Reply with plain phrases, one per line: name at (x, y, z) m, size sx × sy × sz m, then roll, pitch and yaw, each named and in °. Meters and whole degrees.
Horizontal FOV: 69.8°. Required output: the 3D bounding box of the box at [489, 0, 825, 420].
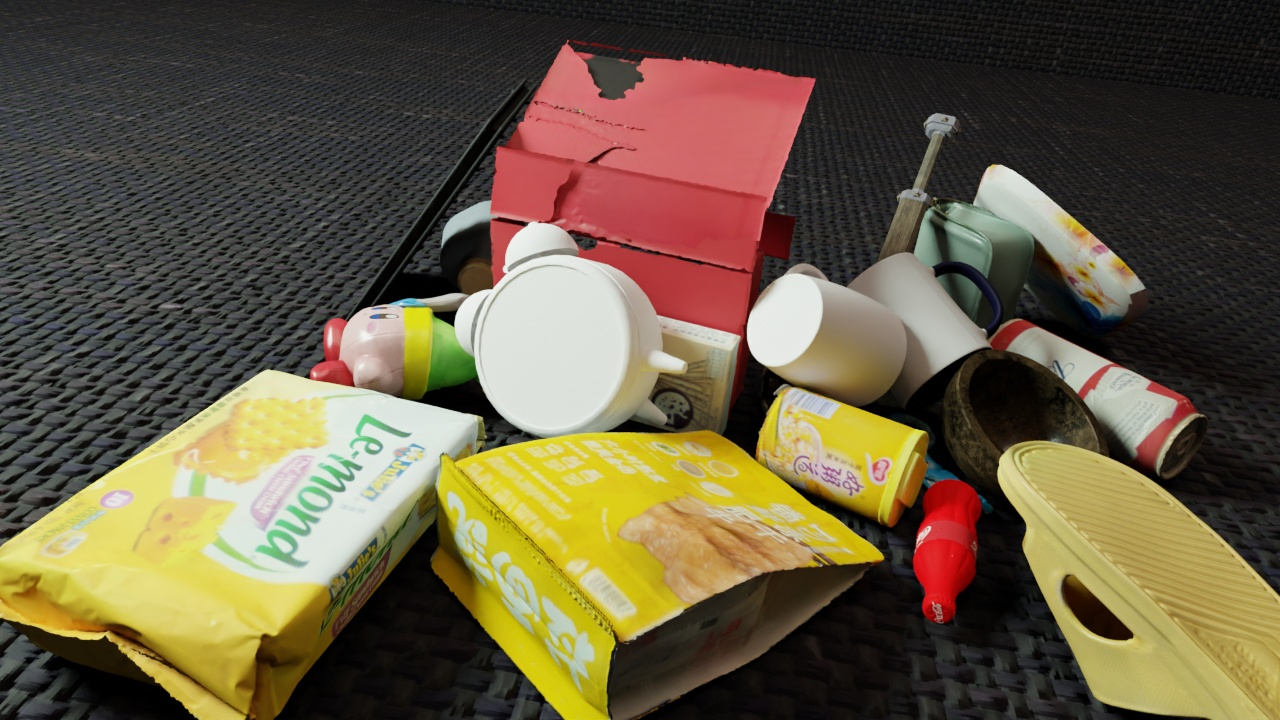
box at (0.001, -0.123, 0.699) m, size 0.211 × 0.316 × 0.123 m, roll 14°, pitch 10°, yaw 17°

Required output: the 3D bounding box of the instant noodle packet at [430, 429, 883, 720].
instant noodle packet at (0.015, 0.102, 0.531) m, size 0.221 × 0.084 × 0.163 m, roll -11°, pitch 31°, yaw -39°

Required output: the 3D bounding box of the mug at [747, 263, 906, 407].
mug at (0.128, -0.029, 0.664) m, size 0.087 × 0.081 × 0.114 m, roll 20°, pitch 45°, yaw -37°

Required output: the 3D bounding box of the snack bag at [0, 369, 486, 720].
snack bag at (-0.205, 0.090, 0.505) m, size 0.160 × 0.068 × 0.246 m, roll 14°, pitch 29°, yaw 12°

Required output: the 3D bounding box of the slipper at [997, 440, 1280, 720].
slipper at (0.286, 0.152, 0.480) m, size 0.099 × 0.079 × 0.263 m, roll -12°, pitch 49°, yaw -30°

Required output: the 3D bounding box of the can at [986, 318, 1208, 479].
can at (0.352, 0.027, 0.731) m, size 0.067 × 0.067 × 0.170 m, roll -13°, pitch 33°, yaw -31°

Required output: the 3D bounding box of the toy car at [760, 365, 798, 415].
toy car at (0.123, -0.003, 0.734) m, size 0.048 × 0.112 × 0.040 m, roll 10°, pitch -17°, yaw 0°

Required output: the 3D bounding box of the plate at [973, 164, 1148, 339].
plate at (0.384, -0.095, 0.869) m, size 0.187 × 0.016 × 0.187 m, roll 48°, pitch 1°, yaw 18°

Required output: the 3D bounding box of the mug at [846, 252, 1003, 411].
mug at (0.223, -0.030, 0.711) m, size 0.112 × 0.079 × 0.097 m, roll -31°, pitch 65°, yaw -2°

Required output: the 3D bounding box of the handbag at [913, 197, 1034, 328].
handbag at (0.303, -0.081, 0.867) m, size 0.067 × 0.122 × 0.106 m, roll -10°, pitch 32°, yaw -28°

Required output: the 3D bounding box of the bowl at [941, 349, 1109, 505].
bowl at (0.263, 0.057, 0.656) m, size 0.121 × 0.056 × 0.121 m, roll 13°, pitch 50°, yaw -16°

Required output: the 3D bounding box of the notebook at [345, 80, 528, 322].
notebook at (-0.173, -0.134, 0.793) m, size 0.019 × 0.232 × 0.168 m, roll 36°, pitch 24°, yaw -14°

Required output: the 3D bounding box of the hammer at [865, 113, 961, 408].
hammer at (0.232, -0.100, 0.810) m, size 0.147 × 0.028 × 0.316 m, roll 18°, pitch 65°, yaw 18°

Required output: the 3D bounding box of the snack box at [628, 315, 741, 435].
snack box at (-0.004, 0.004, 0.692) m, size 0.150 × 0.082 × 0.026 m, roll 14°, pitch 29°, yaw 16°

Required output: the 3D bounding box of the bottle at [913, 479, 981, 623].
bottle at (0.187, 0.117, 0.563) m, size 0.036 × 0.036 × 0.118 m, roll 14°, pitch 29°, yaw 16°

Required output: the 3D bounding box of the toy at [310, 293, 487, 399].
toy at (-0.171, -0.002, 0.696) m, size 0.131 × 0.097 × 0.124 m, roll -17°, pitch 24°, yaw -3°

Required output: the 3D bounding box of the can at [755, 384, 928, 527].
can at (0.136, 0.063, 0.622) m, size 0.105 × 0.068 × 0.067 m, roll 21°, pitch 31°, yaw 26°

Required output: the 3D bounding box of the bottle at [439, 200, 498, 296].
bottle at (-0.157, -0.104, 0.886) m, size 0.072 × 0.046 × 0.161 m, roll -26°, pitch 28°, yaw 4°

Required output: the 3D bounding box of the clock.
clock at (-0.049, -0.011, 0.649) m, size 0.161 × 0.125 × 0.072 m, roll 45°, pitch 16°, yaw 17°

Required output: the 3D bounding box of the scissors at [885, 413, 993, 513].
scissors at (0.195, 0.077, 0.669) m, size 0.090 × 0.014 × 0.141 m, roll 0°, pitch 30°, yaw -14°
